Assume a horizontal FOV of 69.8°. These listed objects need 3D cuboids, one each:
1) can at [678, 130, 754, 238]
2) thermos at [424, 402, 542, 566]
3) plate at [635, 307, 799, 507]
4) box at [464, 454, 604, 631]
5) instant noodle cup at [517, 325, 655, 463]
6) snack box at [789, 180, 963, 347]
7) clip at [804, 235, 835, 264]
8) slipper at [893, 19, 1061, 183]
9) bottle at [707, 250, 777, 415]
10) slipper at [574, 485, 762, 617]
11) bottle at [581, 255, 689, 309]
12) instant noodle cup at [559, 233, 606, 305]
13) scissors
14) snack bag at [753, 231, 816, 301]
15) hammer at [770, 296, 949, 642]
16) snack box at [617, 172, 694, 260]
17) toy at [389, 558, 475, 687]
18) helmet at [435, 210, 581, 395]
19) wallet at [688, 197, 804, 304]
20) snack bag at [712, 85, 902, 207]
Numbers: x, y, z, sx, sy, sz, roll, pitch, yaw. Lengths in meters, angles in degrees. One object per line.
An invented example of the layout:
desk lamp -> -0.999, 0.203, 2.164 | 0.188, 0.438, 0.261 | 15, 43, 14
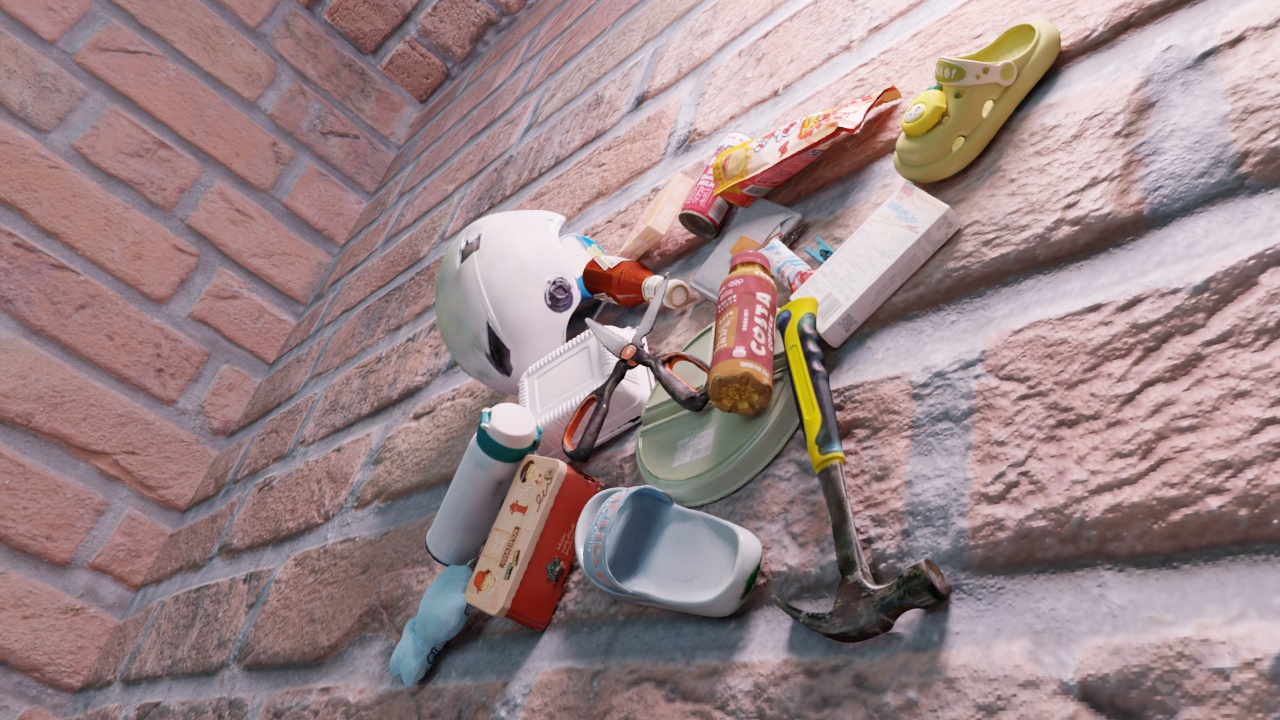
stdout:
can -> 0.100, -0.220, 1.144 | 0.053, 0.053, 0.132 | 2, 59, 57
thermos -> -0.179, 0.143, 1.047 | 0.073, 0.073, 0.225 | -94, 28, -52
plate -> 0.076, 0.038, 0.904 | 0.231, 0.027, 0.229 | -38, 30, 27
box -> -0.105, 0.191, 0.961 | 0.091, 0.077, 0.168 | 0, 63, 56
instant noodle cup -> -0.072, 0.034, 1.057 | 0.174, 0.060, 0.137 | -32, 44, 22
snack box -> 0.213, -0.090, 0.846 | 0.157, 0.027, 0.084 | -46, 28, 12
clip -> 0.184, -0.108, 0.926 | 0.046, 0.014, 0.057 | -46, 27, 8
slipper -> 0.300, -0.254, 0.853 | 0.190, 0.081, 0.091 | -47, 25, 4
bottle -> 0.098, -0.032, 0.859 | 0.058, 0.057, 0.174 | -30, 35, 36
slipper -> 0.007, 0.163, 0.811 | 0.246, 0.074, 0.104 | 1, 59, 56
bottle -> -0.006, -0.095, 1.156 | 0.059, 0.059, 0.206 | -56, 31, -8
instant noodle cup -> -0.110, -0.112, 1.302 | 0.110, 0.099, 0.099 | -31, 33, 47
scissors -> -0.007, 0.006, 0.957 | 0.221, 0.021, 0.230 | 13, 72, 45
snack bag -> 0.148, -0.096, 0.938 | 0.048, 0.026, 0.104 | -37, 46, 5
hammer -> 0.144, 0.071, 0.730 | 0.126, 0.032, 0.322 | -36, 37, 29
snack box -> 0.018, -0.183, 1.203 | 0.084, 0.026, 0.157 | -60, 9, -14
toy -> -0.234, 0.296, 1.047 | 0.162, 0.049, 0.156 | -12, 54, 62
helmet -> -0.190, -0.075, 1.206 | 0.230, 0.145, 0.258 | -24, 67, 58
wallet -> 0.115, -0.120, 1.022 | 0.130, 0.037, 0.106 | -51, 27, 2
snack bag -> 0.179, -0.241, 1.027 | 0.208, 0.073, 0.128 | -20, 14, 46
